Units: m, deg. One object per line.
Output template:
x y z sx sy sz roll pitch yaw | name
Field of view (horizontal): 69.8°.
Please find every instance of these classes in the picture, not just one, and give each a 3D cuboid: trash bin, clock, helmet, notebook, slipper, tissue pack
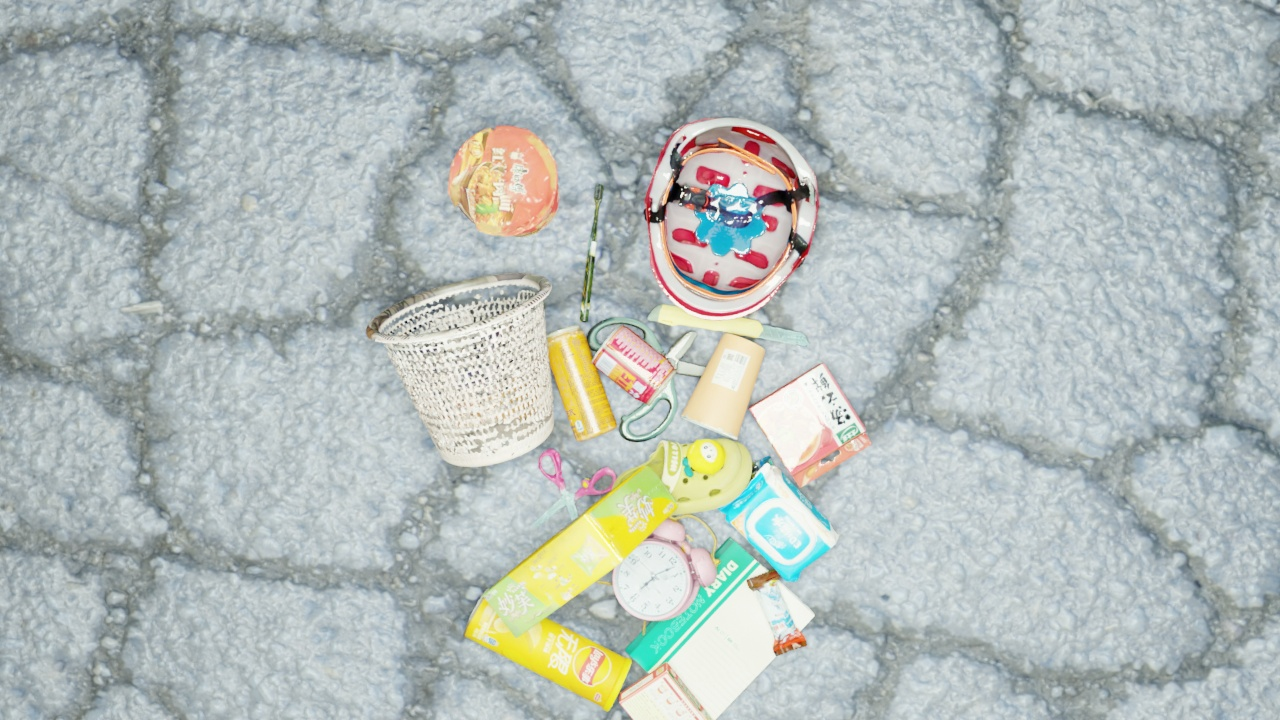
-0.200 0.016 1.136 0.227 0.227 0.192 -11 110 4 | trash bin
0.031 0.266 1.182 0.158 0.060 0.117 -45 80 3 | clock
0.111 -0.177 1.149 0.207 0.143 0.240 17 105 5 | helmet
0.103 0.357 1.205 0.150 0.012 0.209 43 93 5 | notebook
0.045 0.145 1.162 0.191 0.081 0.091 -17 49 13 | slipper
0.176 0.207 1.167 0.090 0.063 0.140 -43 93 11 | tissue pack

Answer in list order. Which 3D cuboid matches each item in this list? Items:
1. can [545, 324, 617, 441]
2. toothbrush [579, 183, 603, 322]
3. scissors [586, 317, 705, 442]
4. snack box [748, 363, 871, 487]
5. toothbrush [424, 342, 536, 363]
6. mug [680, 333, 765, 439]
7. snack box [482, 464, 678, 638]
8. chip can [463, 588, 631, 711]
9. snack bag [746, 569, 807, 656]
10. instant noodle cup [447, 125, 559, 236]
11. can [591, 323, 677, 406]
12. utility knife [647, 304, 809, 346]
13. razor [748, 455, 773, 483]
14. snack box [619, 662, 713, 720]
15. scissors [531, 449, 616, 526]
-0.080 0.030 1.200 0.058 0.058 0.146 -20 87 4 | can
-0.065 -0.143 1.221 0.012 0.017 0.186 7 90 2 | toothbrush
-0.005 0.011 1.215 0.179 0.019 0.170 36 93 5 | scissors
0.220 0.085 1.182 0.113 0.044 0.127 -33 87 3 | snack box
-0.198 -0.006 1.232 0.189 0.016 0.014 10 94 4 | toothbrush
0.110 0.031 1.179 0.078 0.078 0.122 22 87 4 | mug
-0.071 0.230 1.112 0.211 0.157 0.070 -42 85 31 | snack box
-0.120 0.374 1.192 0.213 0.072 0.072 26 91 5 | chip can
0.175 0.323 1.179 0.048 0.026 0.104 -19 88 -7 | snack bag
-0.164 -0.222 1.185 0.138 0.108 0.138 0 89 5 | instant noodle cup
-0.007 0.007 1.172 0.094 0.066 0.066 38 92 4 | can
0.116 -0.046 1.203 0.213 0.022 0.031 9 71 11 | utility knife
0.109 0.166 1.201 0.143 0.022 0.043 -24 116 1 | razor
0.049 0.471 1.181 0.077 0.027 0.156 -35 99 8 | snack box
-0.097 0.175 1.222 0.133 0.017 0.135 -39 89 7 | scissors
